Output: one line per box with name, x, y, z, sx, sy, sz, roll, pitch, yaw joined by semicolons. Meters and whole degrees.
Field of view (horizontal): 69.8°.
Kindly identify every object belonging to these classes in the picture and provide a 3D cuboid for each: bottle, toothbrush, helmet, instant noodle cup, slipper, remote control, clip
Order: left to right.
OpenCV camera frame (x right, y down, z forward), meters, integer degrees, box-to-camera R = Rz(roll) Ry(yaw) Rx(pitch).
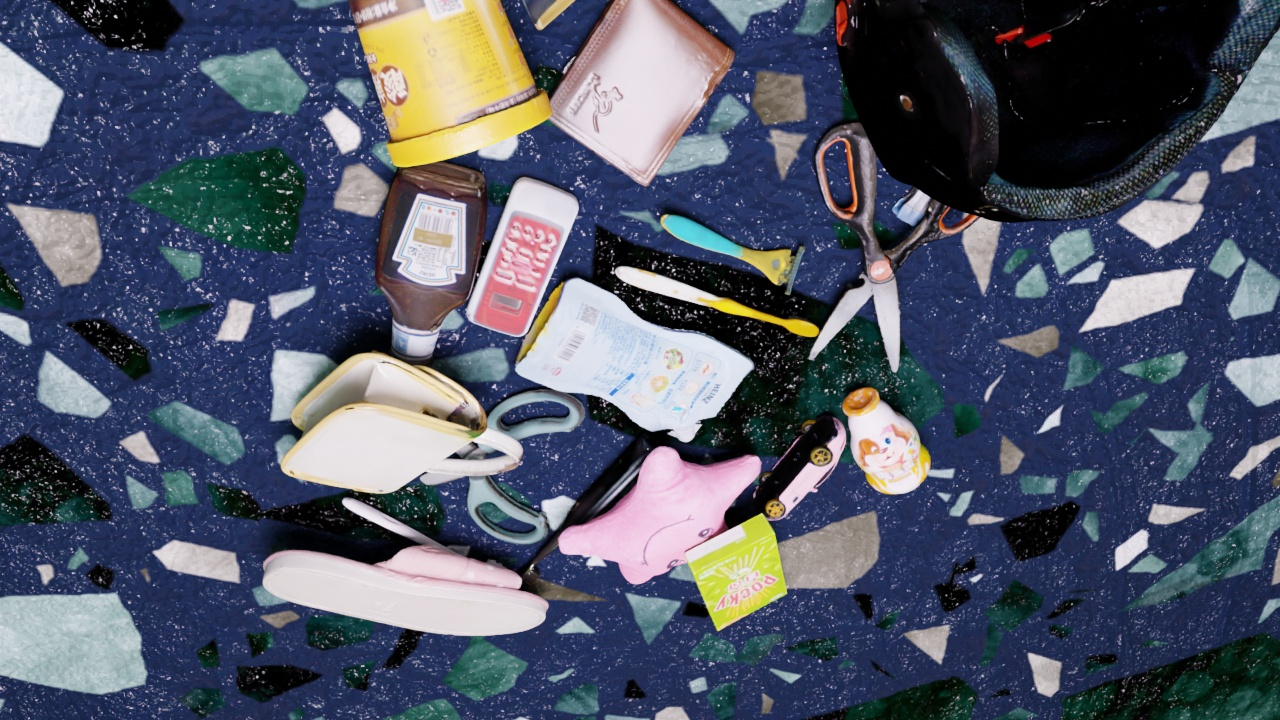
slipper;-0.220;0.215;0.886;0.274;0.054;0.114;16;140;-21
bottle;-0.176;-0.064;0.745;0.080;0.044;0.195;11;119;-12
toothbrush;-0.209;0.174;0.898;0.180;0.016;0.016;32;104;-23
instant noodle cup;-0.134;-0.206;0.628;0.118;0.118;0.114;-16;114;3
remote control;-0.098;-0.083;0.756;0.056;0.020;0.136;19;117;-16
toothbrush;-0.055;0.151;0.895;0.027;0.026;0.213;35;112;-17
toothbrush;0.068;-0.052;0.797;0.191;0.018;0.016;16;115;-12
bottle;0.227;0.074;0.859;0.063;0.063;0.108;-30;119;11
clip;0.236;-0.138;0.760;0.025;0.036;0.058;29;113;-15
helmet;0.242;-0.222;0.595;0.233;0.230;0.275;-22;95;-5

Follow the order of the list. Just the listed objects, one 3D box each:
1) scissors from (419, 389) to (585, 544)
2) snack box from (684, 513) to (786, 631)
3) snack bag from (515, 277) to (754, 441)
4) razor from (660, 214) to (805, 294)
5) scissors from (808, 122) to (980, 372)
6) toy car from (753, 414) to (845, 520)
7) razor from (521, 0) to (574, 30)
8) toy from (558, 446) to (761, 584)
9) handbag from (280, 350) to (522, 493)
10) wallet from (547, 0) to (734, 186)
scissors;-0.114;0.105;0.867;0.171;0.019;0.170;-25;121;7
snack box;0.098;0.212;0.907;0.085;0.026;0.156;-26;143;-5
snack bag;-0.005;0.005;0.808;0.191;0.038;0.110;23;110;-20
razor;0.074;-0.095;0.762;0.132;0.028;0.043;18;94;-19
scissors;0.209;-0.096;0.761;0.228;0.021;0.221;-28;111;17
toy car;0.153;0.105;0.874;0.037;0.056;0.123;31;113;-14
razor;-0.021;-0.294;0.626;0.168;0.062;0.067;-40;148;22
toy;0.038;0.150;0.877;0.195;0.074;0.178;-43;130;19
handbag;-0.195;0.065;0.786;0.178;0.063;0.164;22;143;-33
wallet;-0.003;-0.208;0.687;0.101;0.032;0.125;30;112;-19
